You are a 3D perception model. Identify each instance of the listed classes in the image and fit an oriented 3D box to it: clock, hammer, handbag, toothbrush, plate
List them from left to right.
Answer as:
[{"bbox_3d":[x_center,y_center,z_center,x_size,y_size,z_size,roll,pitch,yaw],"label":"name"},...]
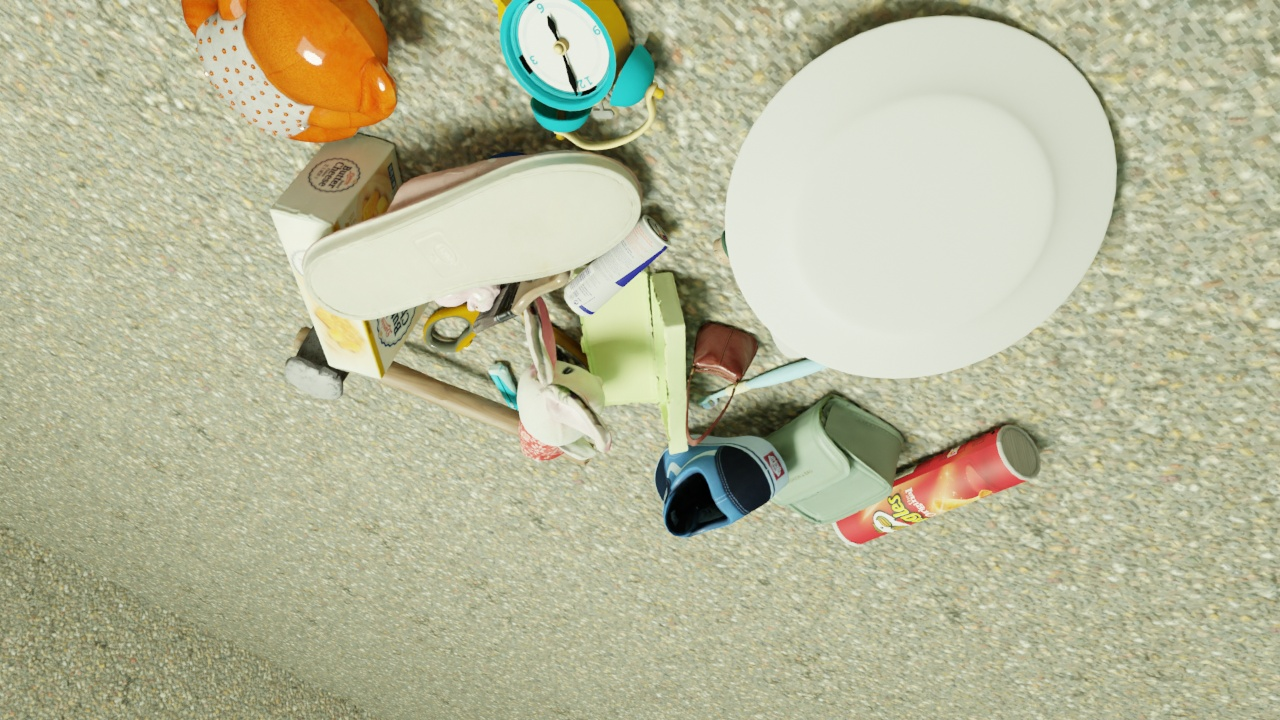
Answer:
[{"bbox_3d":[-0.203,0.036,0.961,0.328,0.097,0.052,22,144,-4],"label":"hammer"},{"bbox_3d":[-0.043,-0.201,0.618,0.099,0.043,0.130,-11,126,37],"label":"clock"},{"bbox_3d":[0.061,0.023,0.780,0.055,0.119,0.029,18,144,6],"label":"handbag"},{"bbox_3d":[0.112,0.021,0.839,0.022,0.016,0.155,8,159,-41],"label":"toothbrush"},{"bbox_3d":[0.171,0.096,0.863,0.106,0.067,0.122,33,143,-12],"label":"handbag"},{"bbox_3d":[0.175,-0.089,0.579,0.242,0.016,0.243,1,121,2],"label":"plate"}]

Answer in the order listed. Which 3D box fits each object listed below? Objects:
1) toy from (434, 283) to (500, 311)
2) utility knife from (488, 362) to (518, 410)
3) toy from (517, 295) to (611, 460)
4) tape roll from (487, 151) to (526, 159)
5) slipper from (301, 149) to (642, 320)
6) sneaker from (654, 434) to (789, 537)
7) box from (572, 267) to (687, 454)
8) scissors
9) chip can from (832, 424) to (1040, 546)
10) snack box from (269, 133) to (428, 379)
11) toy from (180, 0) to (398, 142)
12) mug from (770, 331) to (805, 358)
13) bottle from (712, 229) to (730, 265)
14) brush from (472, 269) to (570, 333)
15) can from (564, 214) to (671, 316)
[{"bbox_3d":[-0.174,-0.084,0.804,0.110,0.063,0.047,29,-179,-30],"label":"toy"},{"bbox_3d":[-0.132,0.056,1.013,0.022,0.015,0.162,8,144,22],"label":"utility knife"},{"bbox_3d":[-0.076,0.043,0.866,0.159,0.084,0.195,60,163,21],"label":"toy"},{"bbox_3d":[-0.097,-0.129,0.755,0.091,0.016,0.093,4,140,23],"label":"tape roll"},{"bbox_3d":[-0.132,-0.102,0.712,0.274,0.054,0.114,-15,138,7],"label":"slipper"},{"bbox_3d":[0.044,0.127,0.897,0.083,0.098,0.242,61,157,0],"label":"sneaker"},{"bbox_3d":[0.006,-0.005,0.835,0.127,0.066,0.188,27,147,26],"label":"box"},{"bbox_3d":[-0.123,-0.035,0.891,0.229,0.016,0.226,39,139,-20],"label":"scissors"},{"bbox_3d":[0.268,0.121,0.856,0.052,0.051,0.215,33,142,-14],"label":"chip can"},{"bbox_3d":[-0.250,-0.086,0.815,0.057,0.104,0.208,16,144,9],"label":"snack box"},{"bbox_3d":[-0.242,-0.226,0.656,0.173,0.092,0.164,2,138,45],"label":"toy"},{"bbox_3d":[0.162,-0.041,0.694,0.097,0.078,0.111,-7,163,33],"label":"mug"},{"bbox_3d":[0.105,-0.099,0.651,0.132,0.061,0.061,-22,124,43],"label":"bottle"},{"bbox_3d":[-0.105,-0.055,0.798,0.012,0.038,0.152,30,153,-28],"label":"brush"},{"bbox_3d":[-0.020,-0.075,0.738,0.095,0.032,0.032,-40,116,19],"label":"can"}]
